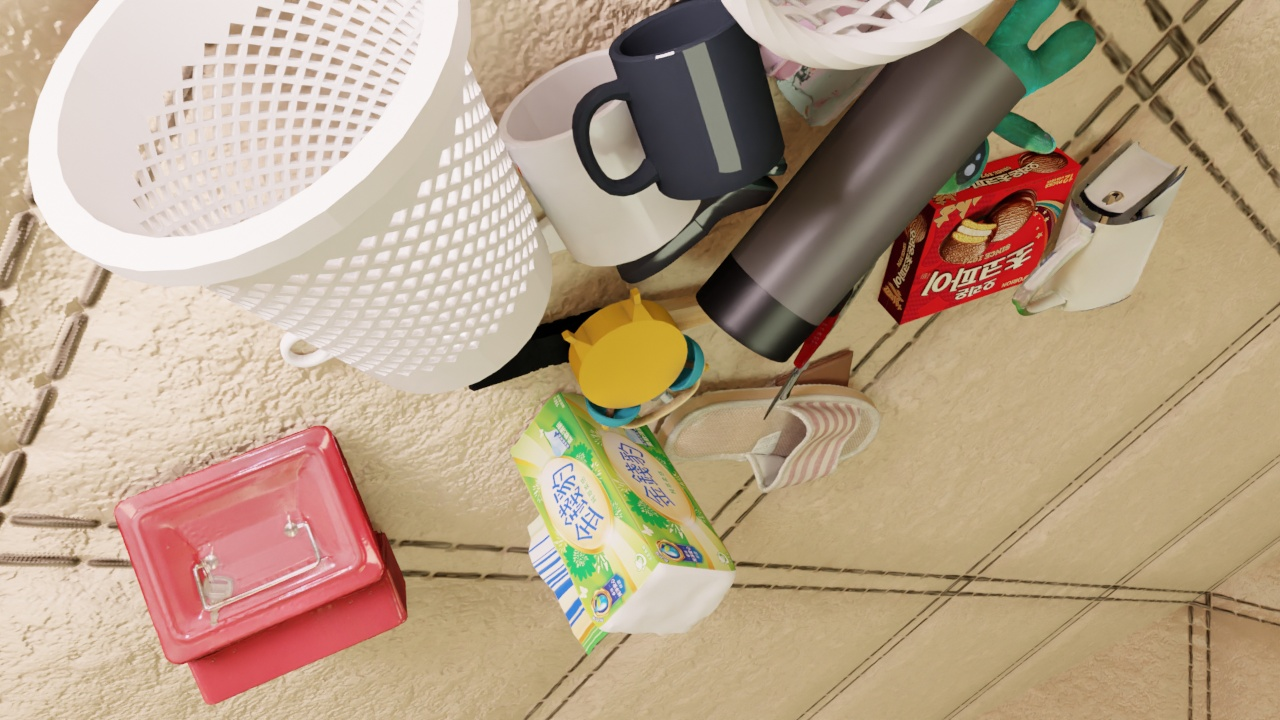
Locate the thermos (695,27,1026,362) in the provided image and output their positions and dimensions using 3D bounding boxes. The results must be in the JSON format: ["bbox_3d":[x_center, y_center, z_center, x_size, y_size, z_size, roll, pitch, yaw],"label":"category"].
[{"bbox_3d":[0.145,-0.111,0.632,0.082,0.082,0.241,21,115,-46],"label":"thermos"}]

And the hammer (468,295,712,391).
[{"bbox_3d":[0.022,-0.034,0.724,0.327,0.039,0.131,-14,140,-20],"label":"hammer"}]

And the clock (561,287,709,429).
[{"bbox_3d":[-0.004,0.004,0.688,0.099,0.043,0.130,-31,137,3],"label":"clock"}]

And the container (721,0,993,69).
[{"bbox_3d":[0.069,-0.254,0.389,0.189,0.186,0.190,-18,140,-16],"label":"container"}]

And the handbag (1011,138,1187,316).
[{"bbox_3d":[0.417,-0.096,0.850,0.175,0.074,0.151,-38,150,-13],"label":"handbag"}]

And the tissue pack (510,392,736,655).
[{"bbox_3d":[-0.035,0.145,0.752,0.120,0.197,0.142,23,115,-39],"label":"tissue pack"}]

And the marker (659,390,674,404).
[{"bbox_3d":[0.021,0.031,0.816,0.011,0.011,0.152,-37,142,7],"label":"marker"}]

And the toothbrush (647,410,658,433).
[{"bbox_3d":[-0.015,0.115,0.879,0.015,0.018,0.182,-3,133,-33],"label":"toothbrush"}]

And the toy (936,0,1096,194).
[{"bbox_3d":[0.243,-0.189,0.679,0.193,0.072,0.130,-44,102,11],"label":"toy"}]

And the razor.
[{"bbox_3d":[0.041,-0.104,0.656,0.143,0.047,0.052,-41,117,16],"label":"razor"}]

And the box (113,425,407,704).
[{"bbox_3d":[-0.275,0.160,0.705,0.156,0.156,0.170,-20,168,-15],"label":"box"}]

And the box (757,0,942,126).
[{"bbox_3d":[0.155,-0.248,0.574,0.202,0.066,0.153,-44,168,16],"label":"box"}]

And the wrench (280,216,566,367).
[{"bbox_3d":[-0.113,-0.061,0.621,0.273,0.018,0.066,-25,142,-6],"label":"wrench"}]

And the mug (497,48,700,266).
[{"bbox_3d":[-0.016,-0.130,0.548,0.121,0.091,0.090,-61,137,-31],"label":"mug"}]

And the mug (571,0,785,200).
[{"bbox_3d":[0.015,-0.125,0.465,0.105,0.071,0.077,-30,125,-9],"label":"mug"}]

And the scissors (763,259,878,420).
[{"bbox_3d":[0.148,-0.023,0.754,0.179,0.015,0.185,-56,169,5],"label":"scissors"}]

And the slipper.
[{"bbox_3d":[0.135,0.078,0.889,0.262,0.052,0.115,5,131,-34],"label":"slipper"}]

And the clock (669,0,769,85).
[{"bbox_3d":[0.046,-0.168,0.551,0.042,0.091,0.121,-19,148,0],"label":"clock"}]

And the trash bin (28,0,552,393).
[{"bbox_3d":[-0.140,-0.082,0.459,0.195,0.195,0.200,-32,152,0],"label":"trash bin"}]

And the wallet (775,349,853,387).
[{"bbox_3d":[0.172,0.045,0.929,0.087,0.013,0.121,-21,141,-13],"label":"wallet"}]

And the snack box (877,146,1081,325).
[{"bbox_3d":[0.300,-0.111,0.824,0.152,0.035,0.133,-18,140,-17],"label":"snack box"}]
